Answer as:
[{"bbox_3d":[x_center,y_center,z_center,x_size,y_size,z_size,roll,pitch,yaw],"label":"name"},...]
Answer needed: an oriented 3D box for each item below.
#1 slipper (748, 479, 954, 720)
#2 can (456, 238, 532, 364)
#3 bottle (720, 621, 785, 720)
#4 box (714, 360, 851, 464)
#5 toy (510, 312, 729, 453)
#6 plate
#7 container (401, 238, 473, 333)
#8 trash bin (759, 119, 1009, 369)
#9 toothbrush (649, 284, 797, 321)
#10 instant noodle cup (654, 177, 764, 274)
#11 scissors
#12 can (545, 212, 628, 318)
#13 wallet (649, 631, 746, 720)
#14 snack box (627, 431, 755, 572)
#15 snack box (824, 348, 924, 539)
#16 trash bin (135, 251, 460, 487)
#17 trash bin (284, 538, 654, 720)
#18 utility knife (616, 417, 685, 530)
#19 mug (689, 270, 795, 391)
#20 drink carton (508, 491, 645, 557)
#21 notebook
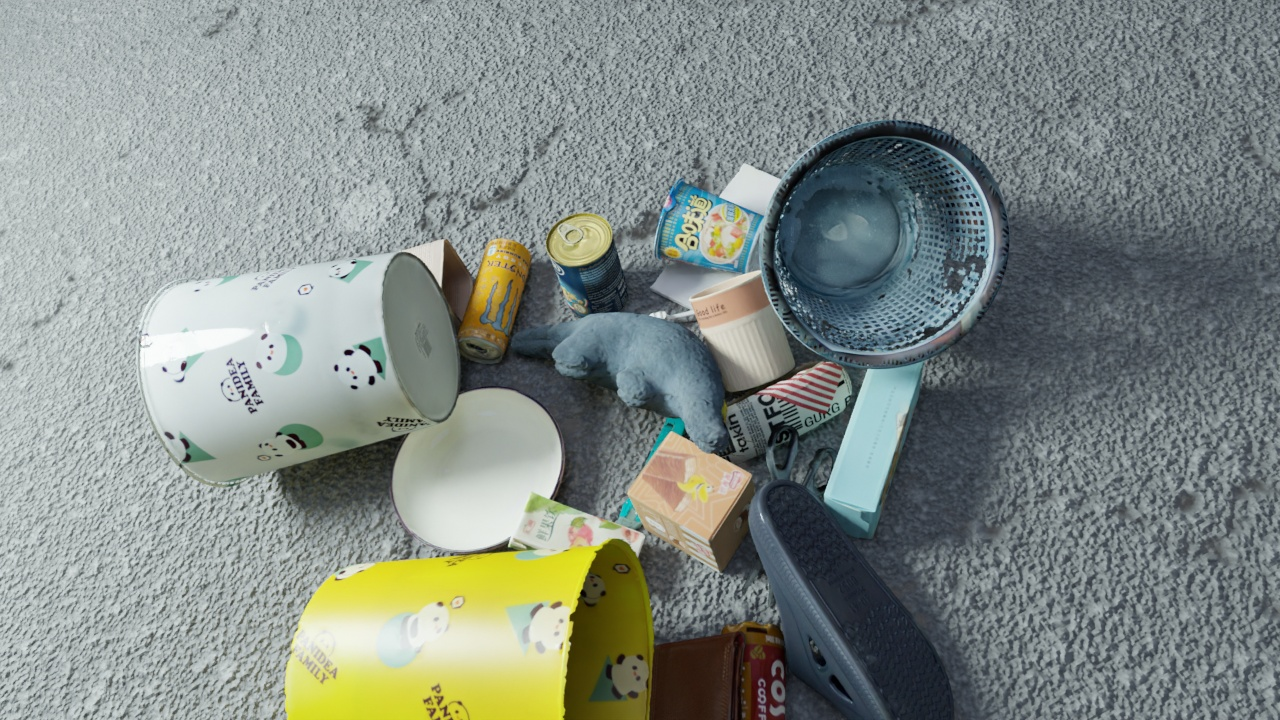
[{"bbox_3d":[0.173,0.234,0.815,0.110,0.084,0.268,-11,61,-43],"label":"slipper"},{"bbox_3d":[-0.172,-0.071,1.085,0.058,0.058,0.145,4,61,14],"label":"can"},{"bbox_3d":[0.099,0.319,0.792,0.057,0.057,0.174,-4,59,10],"label":"bottle"},{"bbox_3d":[0.135,0.051,0.951,0.163,0.076,0.086,-28,20,-5],"label":"box"},{"bbox_3d":[-0.006,0.006,0.963,0.137,0.091,0.357,-28,32,-33],"label":"toy"},{"bbox_3d":[-0.171,0.119,0.982,0.192,0.039,0.192,-6,59,9],"label":"plate"},{"bbox_3d":[-0.269,-0.079,1.095,0.111,0.090,0.089,-10,58,10],"label":"container"},{"bbox_3d":[0.224,-0.121,0.924,0.226,0.195,0.227,0,102,2],"label":"trash bin"},{"bbox_3d":[0.095,-0.064,1.035,0.180,0.016,0.016,-12,67,4],"label":"toothbrush"},{"bbox_3d":[0.083,-0.144,1.042,0.110,0.099,0.099,20,65,11],"label":"instant noodle cup"},{"bbox_3d":[0.138,0.144,0.891,0.164,0.014,0.163,-24,93,-25],"label":"scissors"},{"bbox_3d":[-0.058,-0.104,1.049,0.075,0.111,0.075,-5,57,8],"label":"can"},{"bbox_3d":[0.050,0.302,0.794,0.101,0.032,0.124,-27,50,45],"label":"wallet"},{"bbox_3d":[0.054,0.138,0.889,0.094,0.093,0.077,27,68,25],"label":"snack box"},{"bbox_3d":[0.229,0.080,0.896,0.052,0.074,0.174,16,64,21],"label":"snack box"},{"bbox_3d":[-0.343,-0.001,0.968,0.252,0.230,0.229,-12,58,11],"label":"trash bin"},{"bbox_3d":[-0.140,0.268,0.786,0.256,0.230,0.229,-3,59,17],"label":"trash bin"},{"bbox_3d":[0.018,0.104,0.964,0.029,0.013,0.174,17,65,20],"label":"utility knife"},{"bbox_3d":[0.103,-0.031,0.973,0.081,0.115,0.106,-24,98,-15],"label":"mug"},{"bbox_3d":[-0.063,0.177,0.898,0.122,0.046,0.053,21,62,-4],"label":"drink carton"},{"bbox_3d":[0.130,-0.132,1.081,0.150,0.012,0.208,29,70,24],"label":"notebook"}]
